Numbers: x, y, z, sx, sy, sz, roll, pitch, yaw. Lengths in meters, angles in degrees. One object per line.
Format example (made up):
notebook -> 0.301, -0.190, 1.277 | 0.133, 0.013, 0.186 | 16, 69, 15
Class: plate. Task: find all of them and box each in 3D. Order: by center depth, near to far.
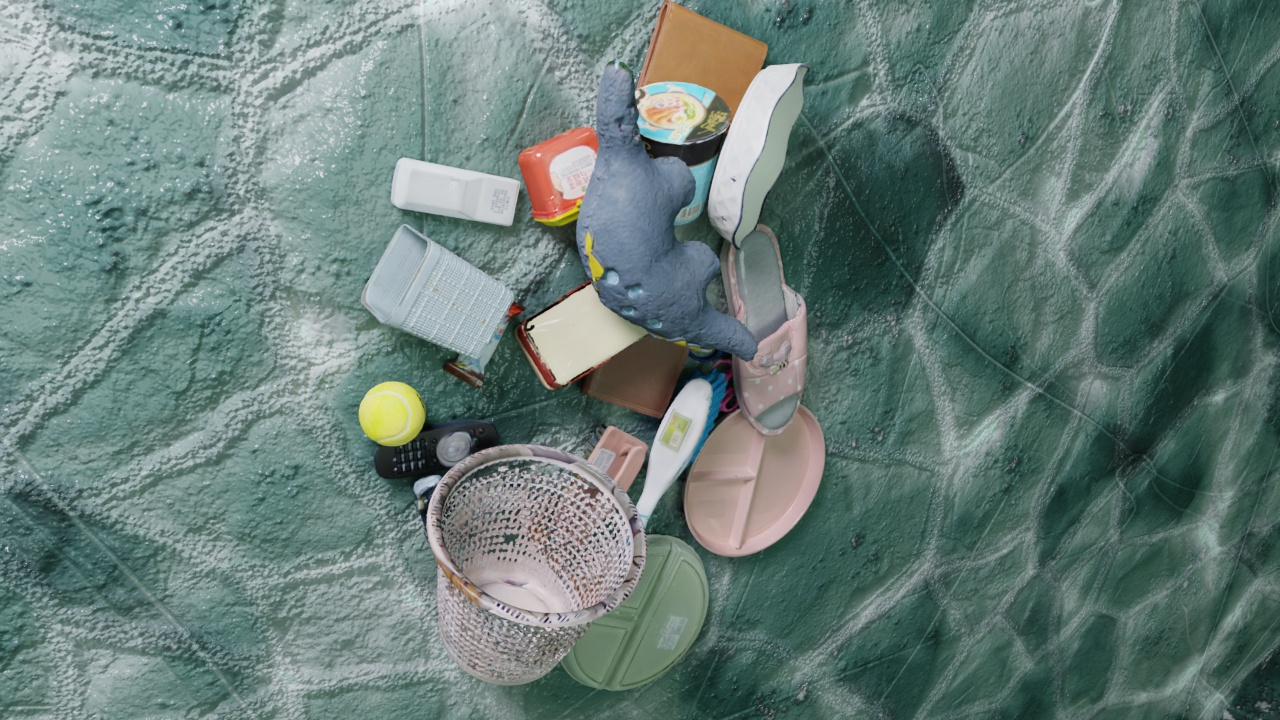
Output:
plate -> 0.125, -0.223, 0.992 | 0.045, 0.204, 0.205 | 23, 98, 10
plate -> -0.004, 0.337, 1.207 | 0.229, 0.027, 0.230 | -11, 114, -26
plate -> 0.150, 0.154, 1.226 | 0.229, 0.028, 0.230 | -11, 113, -27

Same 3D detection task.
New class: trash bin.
trash bin -> -0.127, 0.235, 0.983 | 0.227, 0.227, 0.193 | -4, 135, -29

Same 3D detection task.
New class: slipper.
slipper -> 0.157, -0.033, 1.120 | 0.114, 0.054, 0.274 | -22, 112, -30

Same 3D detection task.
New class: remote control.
remote control -> -0.182, -0.166, 0.911 | 0.124, 0.024, 0.049 | 4, 106, -32
remote control -> -0.221, 0.093, 0.987 | 0.136, 0.024, 0.053 | -10, 111, -28

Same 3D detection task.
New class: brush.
brush -> -0.051, 0.150, 1.080 | 0.063, 0.073, 0.145 | 31, 93, -36
brush -> 0.016, 0.155, 1.101 | 0.060, 0.109, 0.315 | 26, 102, 9

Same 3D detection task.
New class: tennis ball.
tennis ball -> -0.251, 0.054, 0.929 | 0.065, 0.065, 0.065 | -11, 113, -27

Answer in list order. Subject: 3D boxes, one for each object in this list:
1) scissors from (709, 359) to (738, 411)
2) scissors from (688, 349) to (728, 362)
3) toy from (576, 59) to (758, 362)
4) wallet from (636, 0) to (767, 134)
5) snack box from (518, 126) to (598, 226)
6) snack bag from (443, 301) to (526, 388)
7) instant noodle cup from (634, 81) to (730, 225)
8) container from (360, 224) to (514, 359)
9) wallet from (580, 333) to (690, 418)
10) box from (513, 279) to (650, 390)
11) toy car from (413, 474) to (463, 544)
scissors -> 0.143, 0.016, 1.167 | 0.137, 0.017, 0.094 | -22, 119, -28
scissors -> 0.125, -0.023, 1.154 | 0.162, 0.012, 0.176 | -12, 115, -28
toy -> 0.009, -0.114, 0.901 | 0.138, 0.091, 0.356 | -27, 124, -2
wallet -> 0.067, -0.313, 0.995 | 0.131, 0.031, 0.108 | 12, 103, -28
snack box -> -0.073, -0.189, 0.934 | 0.091, 0.082, 0.080 | -28, 110, -17
snack bag -> -0.165, -0.024, 0.974 | 0.048, 0.026, 0.104 | 31, 91, -23
instant noodle cup -> 0.033, -0.211, 0.964 | 0.111, 0.111, 0.121 | -22, 143, -22
container -> -0.197, -0.063, 0.904 | 0.111, 0.090, 0.090 | 29, 93, -38
wallet -> -0.006, 0.006, 1.078 | 0.124, 0.032, 0.101 | 19, 95, -35
box -> -0.042, -0.042, 0.991 | 0.168, 0.077, 0.091 | -32, 95, -16
toy car -> -0.224, 0.164, 1.006 | 0.042, 0.034, 0.091 | -27, 134, -24
